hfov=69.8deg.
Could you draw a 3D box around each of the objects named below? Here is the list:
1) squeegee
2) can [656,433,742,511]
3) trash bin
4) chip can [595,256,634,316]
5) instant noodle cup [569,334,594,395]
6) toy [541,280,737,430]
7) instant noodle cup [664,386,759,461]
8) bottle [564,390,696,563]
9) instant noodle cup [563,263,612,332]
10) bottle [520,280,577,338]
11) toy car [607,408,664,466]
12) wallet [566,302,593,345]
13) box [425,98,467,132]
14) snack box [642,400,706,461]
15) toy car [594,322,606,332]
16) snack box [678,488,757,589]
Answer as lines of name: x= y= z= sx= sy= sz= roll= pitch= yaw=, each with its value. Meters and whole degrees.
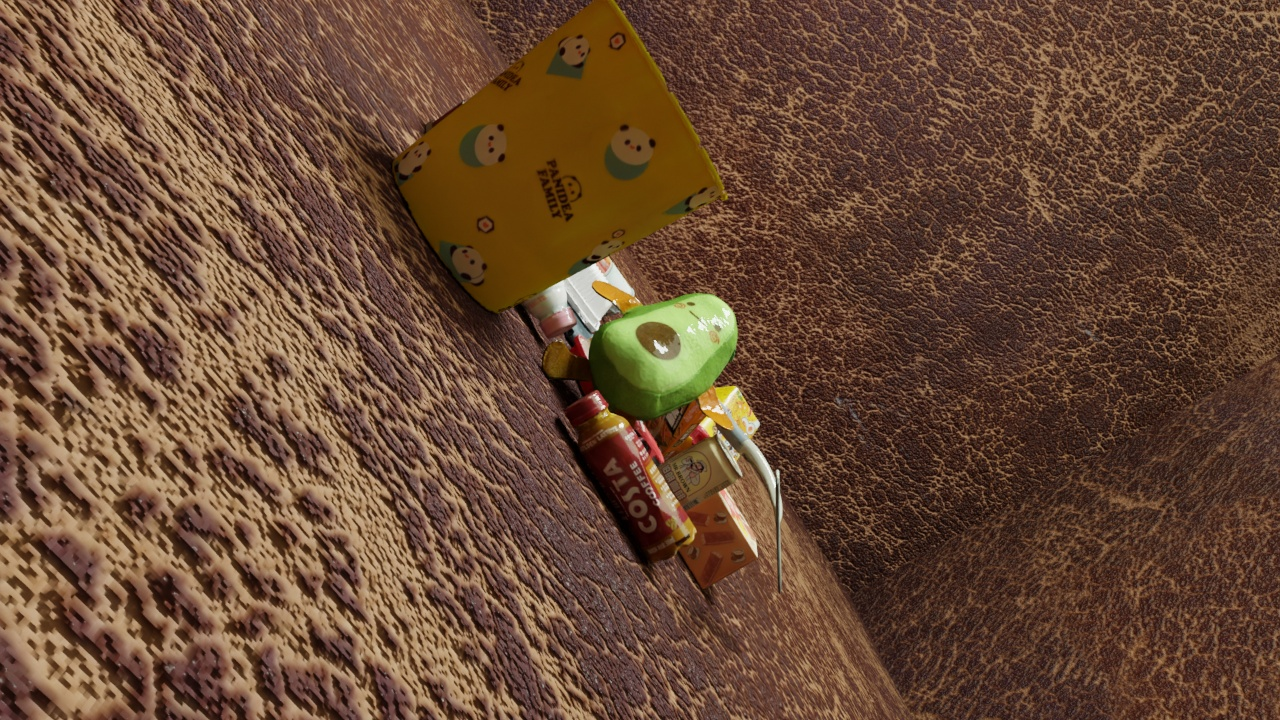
squeegee: x=0.119 y=0.109 z=1.066 sx=0.247 sy=0.039 sz=0.246 roll=78 pitch=-13 yaw=-49
can: x=0.048 y=0.132 z=1.001 sx=0.058 sy=0.116 sz=0.058 roll=57 pitch=7 yaw=-11
trash bin: x=-0.081 y=-0.188 z=0.895 sx=0.229 sy=0.255 sz=0.229 roll=57 pitch=7 yaw=-10
chip can: x=-0.093 y=-0.173 z=1.547 sx=0.215 sy=0.071 sz=0.071 roll=53 pitch=9 yaw=-35
instant noodle cup: x=-0.007 y=0.007 z=1.135 sx=0.116 sy=0.124 sz=0.116 roll=51 pitch=9 yaw=-47
toy: x=0.017 y=-0.002 z=1.007 sx=0.227 sy=0.246 sz=0.090 roll=51 pitch=-34 yaw=8
instant noodle cup: x=0.096 y=0.105 z=1.307 sx=0.116 sy=0.123 sz=0.116 roll=-9 pitch=-60 yaw=52
bottle: x=-0.013 y=0.112 z=0.901 sx=0.175 sy=0.057 sz=0.057 roll=58 pitch=7 yaw=-4
instant noodle cup: x=-0.095 y=-0.129 z=1.326 sx=0.173 sy=0.060 sz=0.138 roll=52 pitch=4 yaw=-6
bottle: x=-0.134 y=-0.119 z=1.035 sx=0.197 sy=0.068 sz=0.068 roll=62 pitch=7 yaw=4
toy car: x=-0.015 y=0.087 z=1.063 sx=0.120 sy=0.045 sz=0.053 roll=52 pitch=7 yaw=-28
wallet: x=-0.081 y=-0.035 z=1.248 sx=0.097 sy=0.019 sz=0.120 roll=53 pitch=6 yaw=-37
box: x=-0.183 y=-0.236 z=1.135 sx=0.168 sy=0.079 sz=0.091 roll=54 pitch=7 yaw=-32
snack box: x=0.043 y=0.067 z=1.214 sx=0.026 sy=0.154 sz=0.075 roll=-12 pitch=62 yaw=-36
toy car: x=-0.040 y=-0.025 z=1.353 sx=0.056 sy=0.037 sz=0.122 roll=55 pitch=-11 yaw=-12
snack box: x=0.085 y=0.206 z=1.109 sx=0.094 sy=0.077 sz=0.092 roll=58 pitch=7 yaw=0
